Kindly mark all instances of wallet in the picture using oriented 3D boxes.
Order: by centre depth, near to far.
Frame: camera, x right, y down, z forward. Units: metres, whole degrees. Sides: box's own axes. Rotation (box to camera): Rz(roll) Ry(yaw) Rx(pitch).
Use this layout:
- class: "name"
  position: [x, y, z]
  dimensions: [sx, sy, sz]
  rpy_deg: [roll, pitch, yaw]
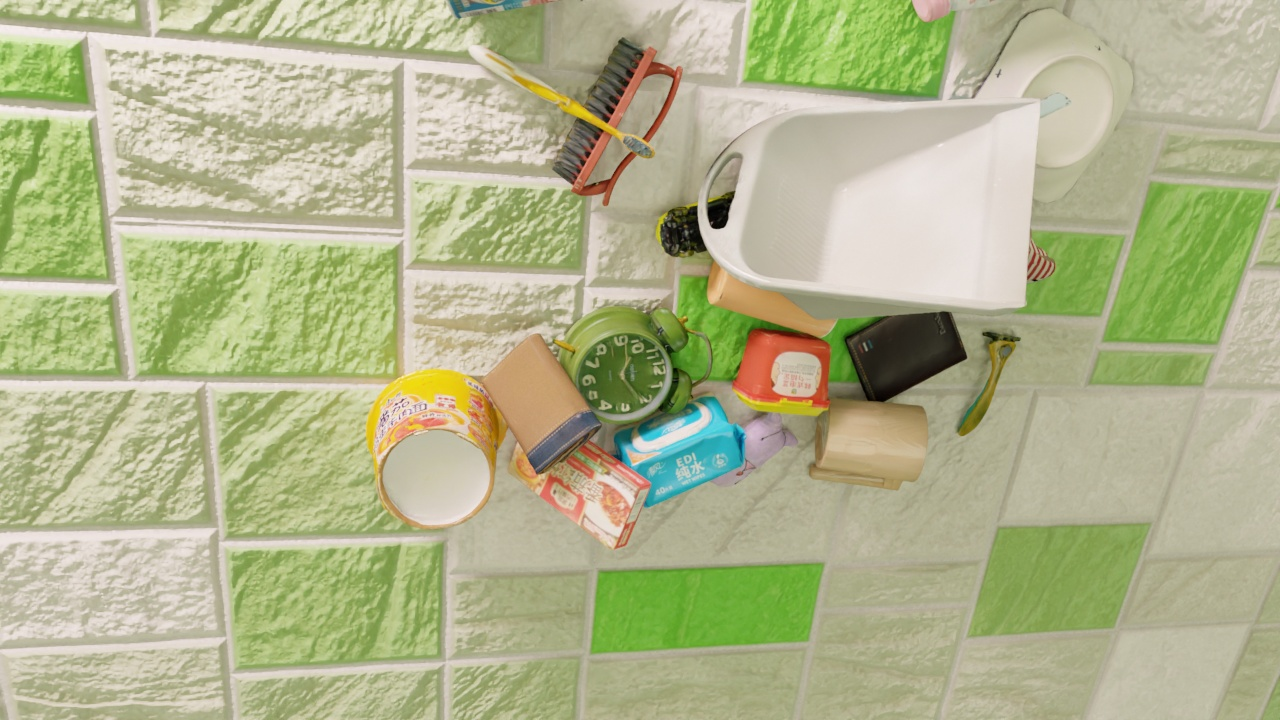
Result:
- class: "wallet"
  position: [-0.099, 0.043, 0.899]
  dimensions: [0.090, 0.033, 0.115]
  rpy_deg: [-41, 77, 28]
- class: "wallet"
  position: [0.292, -0.014, 1.010]
  dimensions: [0.122, 0.020, 0.096]
  rpy_deg: [-28, 116, -2]

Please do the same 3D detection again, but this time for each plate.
- class: "plate"
  position: [0.419, -0.251, 0.928]
  dimensions: [0.164, 0.034, 0.164]
  rpy_deg: [22, 106, -21]

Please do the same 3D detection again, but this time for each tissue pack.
- class: "tissue pack"
  position: [0.036, 0.090, 0.956]
  dimensions: [0.140, 0.090, 0.063]
  rpy_deg: [-22, 116, -3]

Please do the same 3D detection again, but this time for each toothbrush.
- class: "toothbrush"
  position: [-0.070, -0.225, 0.795]
  dimensions: [0.191, 0.018, 0.016]
  rpy_deg: [32, 104, 5]

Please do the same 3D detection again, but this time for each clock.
- class: "clock"
  position: [-0.006, 0.005, 0.930]
  dimensions: [0.161, 0.056, 0.116]
  rpy_deg: [-10, 115, -8]

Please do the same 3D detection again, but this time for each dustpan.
- class: "dustpan"
  position: [0.189, -0.146, 0.812]
  dimensions: [0.142, 0.258, 0.222]
  rpy_deg: [33, 60, -34]

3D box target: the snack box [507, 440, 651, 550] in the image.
- class: "snack box"
  position: [-0.064, 0.118, 0.924]
  dimensions: [0.025, 0.153, 0.075]
  rpy_deg: [-5, 121, -56]

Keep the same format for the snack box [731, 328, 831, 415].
- class: "snack box"
  position: [0.151, 0.011, 0.956]
  dimensions: [0.091, 0.082, 0.080]
  rpy_deg: [6, 101, -16]

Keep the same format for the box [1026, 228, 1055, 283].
- class: "box"
  position: [0.358, -0.140, 0.942]
  dimensions: [0.162, 0.087, 0.076]
  rpy_deg: [23, 150, -34]

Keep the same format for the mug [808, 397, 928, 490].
- class: "mug"
  position: [0.247, 0.097, 1.009]
  dimensions: [0.103, 0.084, 0.125]
  rpy_deg: [7, 139, 1]

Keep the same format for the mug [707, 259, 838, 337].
- class: "mug"
  position: [0.133, -0.073, 0.921]
  dimensions: [0.122, 0.078, 0.078]
  rpy_deg: [11, 110, -11]

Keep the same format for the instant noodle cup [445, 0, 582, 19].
- class: "instant noodle cup"
  position: [-0.112, -0.328, 0.749]
  dimensions: [0.110, 0.099, 0.099]
  rpy_deg: [-16, 115, 2]

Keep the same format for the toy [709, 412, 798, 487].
- class: "toy"
  position: [0.119, 0.101, 1.009]
  dimensions: [0.108, 0.039, 0.084]
  rpy_deg: [-39, 137, 4]

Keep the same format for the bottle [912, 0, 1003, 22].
- class: "bottle"
  position: [0.347, -0.373, 0.844]
  dimensions: [0.197, 0.068, 0.068]
  rpy_deg: [-24, 116, 3]

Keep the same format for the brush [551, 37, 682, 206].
- class: "brush"
  position: [-0.022, -0.213, 0.829]
  dimensions: [0.069, 0.063, 0.146]
  rpy_deg: [29, 105, -8]

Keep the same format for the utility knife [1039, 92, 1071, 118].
- class: "utility knife"
  position: [0.331, -0.215, 0.909]
  dimensions: [0.191, 0.018, 0.034]
  rpy_deg: [-24, 111, 14]

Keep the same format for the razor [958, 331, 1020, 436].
- class: "razor"
  position: [0.392, 0.031, 1.048]
  dimensions: [0.043, 0.028, 0.133]
  rpy_deg: [8, 113, -19]

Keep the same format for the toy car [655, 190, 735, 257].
- class: "toy car"
  position: [0.064, -0.135, 0.900]
  dimensions: [0.105, 0.032, 0.048]
  rpy_deg: [-19, 115, -17]

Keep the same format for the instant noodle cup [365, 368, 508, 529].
- class: "instant noodle cup"
  position: [-0.199, 0.090, 0.894]
  dimensions: [0.138, 0.109, 0.138]
  rpy_deg: [-5, 112, -11]
